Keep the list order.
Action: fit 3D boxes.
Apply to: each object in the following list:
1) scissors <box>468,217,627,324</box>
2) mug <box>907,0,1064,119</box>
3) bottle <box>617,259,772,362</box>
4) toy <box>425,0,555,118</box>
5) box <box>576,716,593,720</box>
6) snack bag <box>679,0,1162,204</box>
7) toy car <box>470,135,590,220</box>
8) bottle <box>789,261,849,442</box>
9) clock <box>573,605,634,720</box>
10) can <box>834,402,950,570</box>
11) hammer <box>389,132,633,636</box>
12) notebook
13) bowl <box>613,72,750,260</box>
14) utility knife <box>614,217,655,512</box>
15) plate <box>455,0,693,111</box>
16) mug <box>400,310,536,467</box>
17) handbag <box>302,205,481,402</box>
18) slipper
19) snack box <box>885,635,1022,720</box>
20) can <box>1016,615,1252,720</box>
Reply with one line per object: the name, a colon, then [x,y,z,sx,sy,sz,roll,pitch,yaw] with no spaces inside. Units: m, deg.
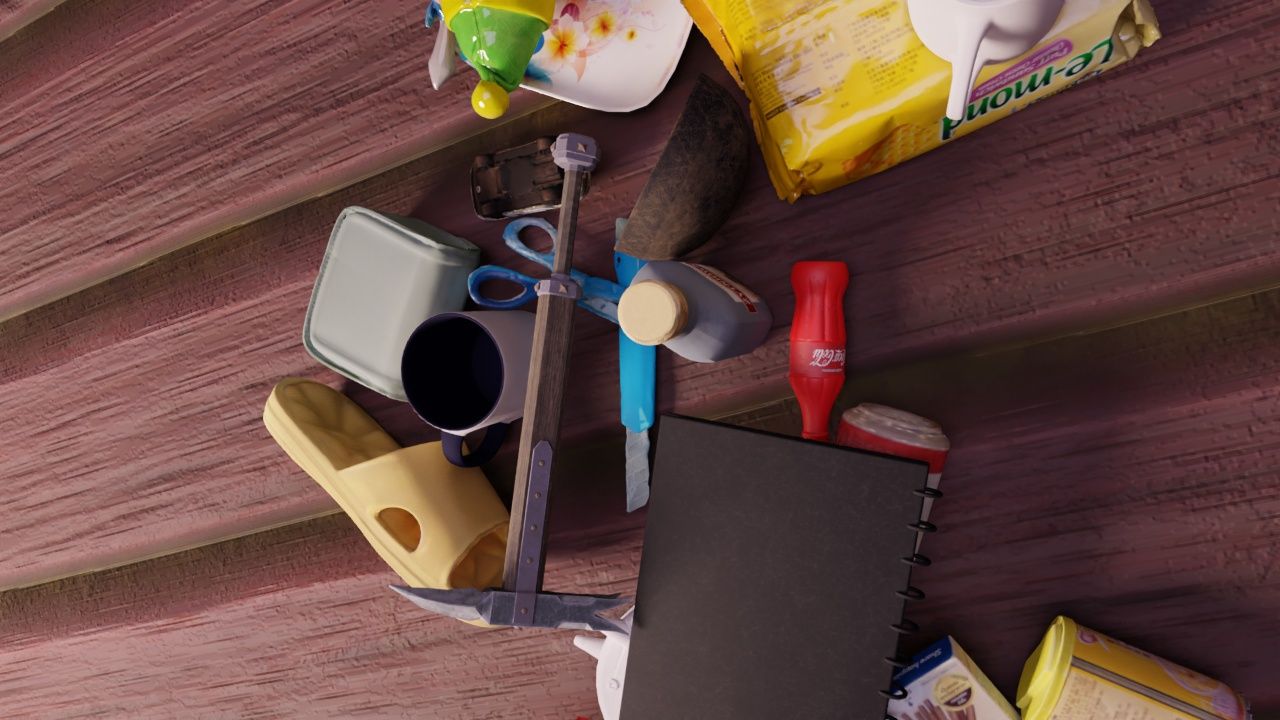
scissors: [-0.056,-0.045,0.637,0.141,0.014,0.090,33,66,18]
mug: [0.171,-0.182,0.461,0.081,0.087,0.114,13,98,17]
bottle: [0.030,-0.030,0.556,0.072,0.161,0.046,36,104,14]
toy: [-0.106,-0.236,0.614,0.124,0.096,0.131,2,118,22]
box: [-0.083,0.374,0.549,0.124,0.315,0.211,16,100,29]
snack bag: [0.160,-0.209,0.546,0.248,0.068,0.159,-23,87,20]
toy car: [-0.079,-0.130,0.657,0.113,0.040,0.048,-3,93,38]
bottle: [0.115,-0.004,0.594,0.036,0.036,0.119,2,95,20]
clock: [0.035,0.220,0.620,0.161,0.072,0.125,44,106,12]
can: [0.140,0.114,0.578,0.067,0.067,0.170,17,100,18]
hammer: [-0.062,0.007,0.580,0.147,0.028,0.316,9,82,-20]
notebook: [0.078,0.160,0.555,0.169,0.019,0.231,10,97,19]
bowl: [0.035,-0.112,0.579,0.056,0.121,0.121,26,103,-4]
utility knife: [-0.004,0.004,0.649,0.031,0.015,0.209,1,91,21]
plate: [-0.039,-0.277,0.640,0.187,0.016,0.187,22,101,17]
mug: [-0.110,0.021,0.645,0.079,0.096,0.112,14,98,18]
handbag: [-0.180,-0.042,0.681,0.106,0.067,0.122,26,102,25]
slipper: [-0.167,0.083,0.672,0.263,0.099,0.078,36,103,18]
snack box: [0.203,0.247,0.563,0.082,0.026,0.150,-38,98,18]
can: [0.282,0.199,0.532,0.105,0.067,0.068,21,100,17]
